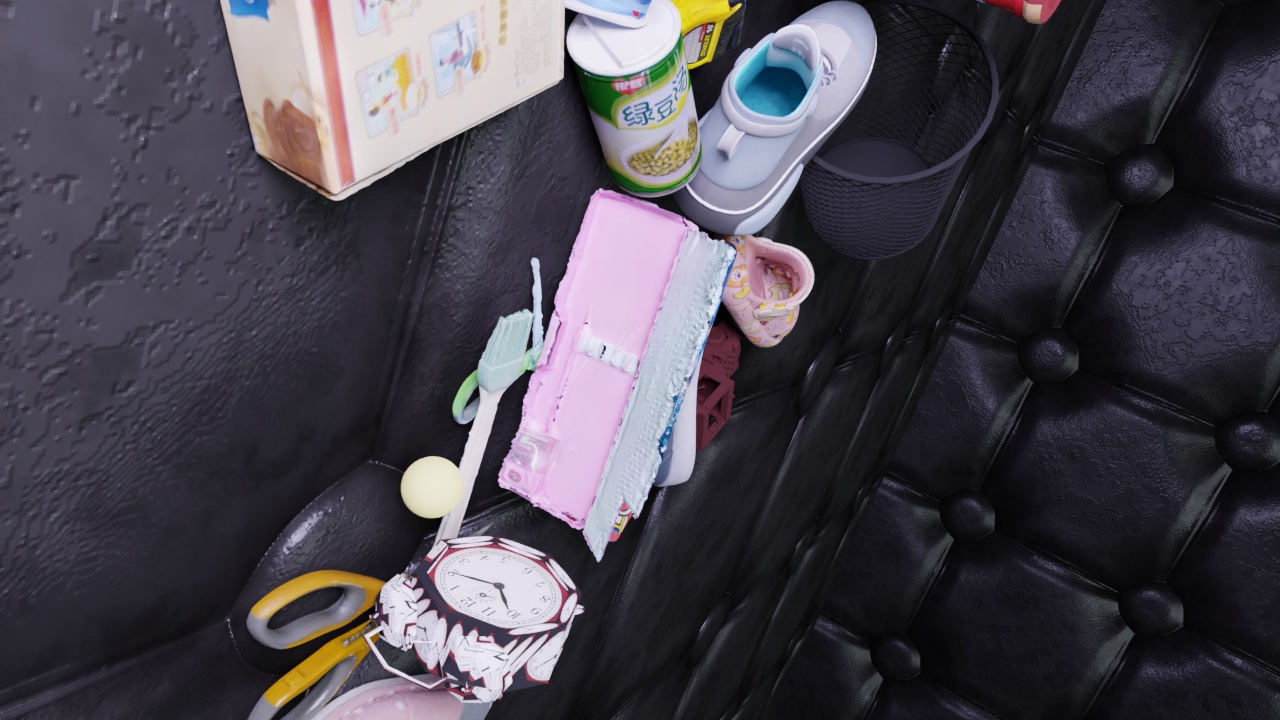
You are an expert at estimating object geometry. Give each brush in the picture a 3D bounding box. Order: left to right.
[{"bbox_3d":[-0.114,0.059,0.632,0.033,0.012,0.218,-23,142,-52],"label":"brush"}]

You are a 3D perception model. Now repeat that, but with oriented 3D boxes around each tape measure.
[{"bbox_3d":[0.034,-0.223,0.601,0.064,0.037,0.065,-21,167,-2],"label":"tape measure"}]

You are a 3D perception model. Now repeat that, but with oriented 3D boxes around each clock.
[{"bbox_3d":[-0.114,0.180,0.611,0.154,0.115,0.065,-15,127,-57],"label":"clock"}]

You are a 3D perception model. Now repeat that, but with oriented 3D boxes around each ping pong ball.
[{"bbox_3d":[-0.136,0.083,0.599,0.040,0.040,0.040,-46,152,-34],"label":"ping pong ball"}]

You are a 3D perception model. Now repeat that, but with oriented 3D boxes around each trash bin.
[{"bbox_3d":[0.230,-0.204,0.891,0.184,0.184,0.210,-58,162,-10],"label":"trash bin"}]

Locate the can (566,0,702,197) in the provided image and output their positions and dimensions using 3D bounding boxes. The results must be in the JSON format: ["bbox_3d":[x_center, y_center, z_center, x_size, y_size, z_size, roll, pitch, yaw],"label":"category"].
[{"bbox_3d":[0.000,-0.165,0.579,0.067,0.067,0.121,-55,156,-17],"label":"can"}]

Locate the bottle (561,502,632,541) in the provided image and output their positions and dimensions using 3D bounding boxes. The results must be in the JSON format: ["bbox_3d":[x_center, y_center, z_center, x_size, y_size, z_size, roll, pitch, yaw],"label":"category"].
[{"bbox_3d":[-0.015,0.090,0.830,0.137,0.062,0.062,-61,157,-2],"label":"bottle"}]

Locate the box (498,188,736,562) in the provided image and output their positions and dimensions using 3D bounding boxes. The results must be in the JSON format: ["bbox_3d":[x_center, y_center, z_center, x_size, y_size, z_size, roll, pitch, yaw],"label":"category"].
[{"bbox_3d":[-0.009,0.012,0.620,0.061,0.161,0.231,9,105,-42],"label":"box"}]

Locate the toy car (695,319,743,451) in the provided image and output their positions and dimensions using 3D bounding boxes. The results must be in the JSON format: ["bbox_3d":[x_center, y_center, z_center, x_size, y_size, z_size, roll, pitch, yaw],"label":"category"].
[{"bbox_3d":[0.058,0.035,0.921,0.169,0.062,0.070,-46,152,-34],"label":"toy car"}]

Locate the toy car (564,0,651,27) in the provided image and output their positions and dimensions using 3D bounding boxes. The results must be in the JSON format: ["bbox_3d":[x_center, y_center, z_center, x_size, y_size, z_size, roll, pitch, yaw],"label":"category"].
[{"bbox_3d":[0.003,-0.248,0.467,0.154,0.056,0.054,120,-27,-44],"label":"toy car"}]

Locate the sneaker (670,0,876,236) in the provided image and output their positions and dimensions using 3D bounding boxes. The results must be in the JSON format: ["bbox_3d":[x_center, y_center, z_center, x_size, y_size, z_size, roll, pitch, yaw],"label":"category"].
[{"bbox_3d":[0.121,-0.219,0.689,0.256,0.093,0.161,-53,175,-21],"label":"sneaker"}]

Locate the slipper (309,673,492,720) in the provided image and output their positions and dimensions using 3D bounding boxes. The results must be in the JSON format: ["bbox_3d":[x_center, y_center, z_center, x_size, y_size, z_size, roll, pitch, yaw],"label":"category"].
[{"bbox_3d":[-0.186,0.302,0.713,0.114,0.054,0.274,-65,157,4],"label":"slipper"}]

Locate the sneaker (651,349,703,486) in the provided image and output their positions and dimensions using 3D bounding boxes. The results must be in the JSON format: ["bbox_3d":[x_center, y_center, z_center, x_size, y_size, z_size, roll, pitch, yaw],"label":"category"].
[{"bbox_3d":[-0.004,0.004,0.739,0.087,0.089,0.236,-7,110,-24],"label":"sneaker"}]

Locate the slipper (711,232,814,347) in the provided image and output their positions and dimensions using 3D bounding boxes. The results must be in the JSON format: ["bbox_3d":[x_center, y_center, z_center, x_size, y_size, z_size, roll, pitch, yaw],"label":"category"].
[{"bbox_3d":[0.129,-0.072,0.900,0.197,0.082,0.093,30,57,-63],"label":"slipper"}]

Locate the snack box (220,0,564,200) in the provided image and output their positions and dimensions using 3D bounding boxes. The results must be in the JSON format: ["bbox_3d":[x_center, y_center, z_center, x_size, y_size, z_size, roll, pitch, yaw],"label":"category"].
[{"bbox_3d":[-0.096,-0.191,0.368,0.152,0.055,0.208,-42,150,-40],"label":"snack box"}]

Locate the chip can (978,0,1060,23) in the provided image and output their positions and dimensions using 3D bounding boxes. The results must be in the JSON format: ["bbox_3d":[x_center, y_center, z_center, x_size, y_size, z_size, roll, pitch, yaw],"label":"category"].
[{"bbox_3d":[0.195,-0.308,0.642,0.086,0.213,0.087,-46,152,-34],"label":"chip can"}]

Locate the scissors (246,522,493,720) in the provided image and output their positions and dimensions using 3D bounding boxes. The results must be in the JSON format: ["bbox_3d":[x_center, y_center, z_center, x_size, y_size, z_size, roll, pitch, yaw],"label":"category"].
[{"bbox_3d":[-0.179,0.161,0.620,0.224,0.016,0.176,-39,147,-40],"label":"scissors"}]

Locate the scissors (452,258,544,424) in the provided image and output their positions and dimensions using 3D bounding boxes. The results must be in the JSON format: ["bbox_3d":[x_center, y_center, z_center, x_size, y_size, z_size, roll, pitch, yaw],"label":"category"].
[{"bbox_3d":[-0.076,-0.003,0.670,0.170,0.021,0.173,-40,143,-37],"label":"scissors"}]
